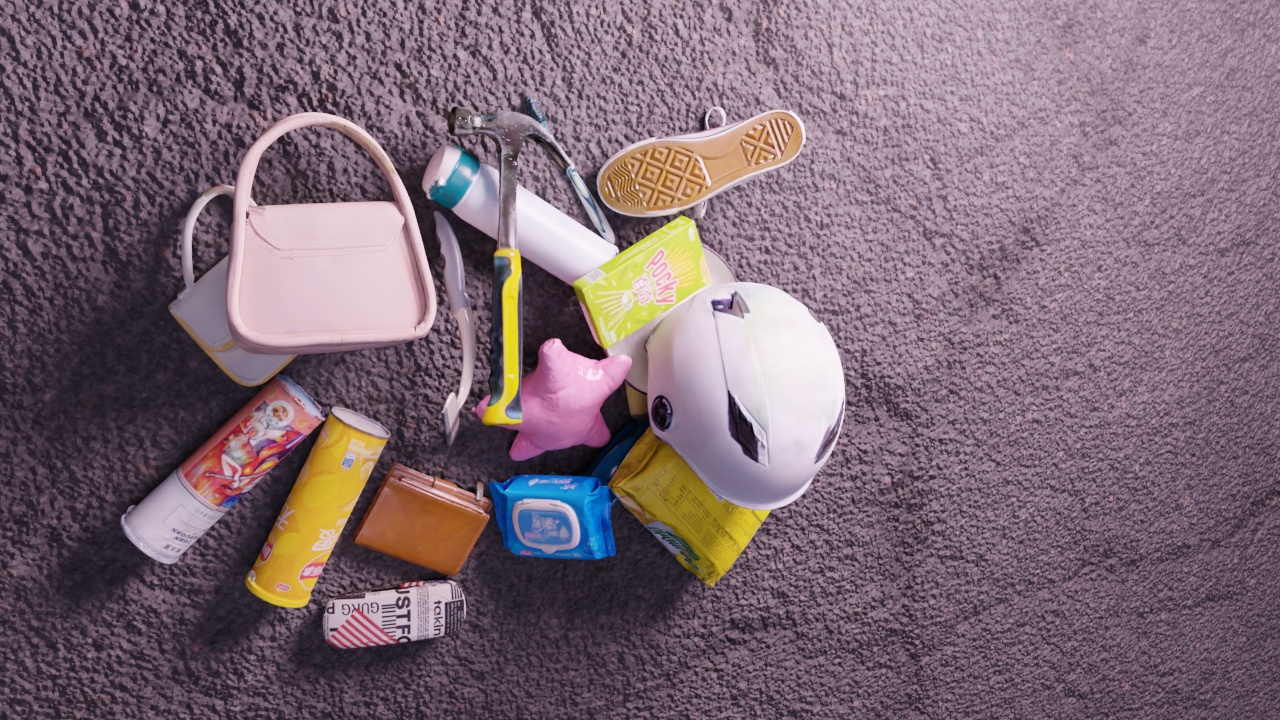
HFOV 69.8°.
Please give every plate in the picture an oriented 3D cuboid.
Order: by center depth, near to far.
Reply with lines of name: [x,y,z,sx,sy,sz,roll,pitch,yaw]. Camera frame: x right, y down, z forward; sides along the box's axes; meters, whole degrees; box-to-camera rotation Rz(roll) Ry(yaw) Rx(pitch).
plate: [0.034,-0.050,1.104,0.192,0.039,0.192,-5,102,-26]

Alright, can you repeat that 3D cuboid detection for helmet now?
helmet: [0.133,0.018,1.009,0.228,0.258,0.146,3,147,-24]

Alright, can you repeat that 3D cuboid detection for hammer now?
hammer: [-0.136,-0.094,0.954,0.126,0.032,0.323,-1,95,-25]

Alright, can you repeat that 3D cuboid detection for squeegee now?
squeegee: [-0.197,-0.044,0.980,0.039,0.247,0.246,-4,77,-11]

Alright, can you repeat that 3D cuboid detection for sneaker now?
sneaker: [0.070,-0.226,1.057,0.241,0.087,0.118,-17,98,7]

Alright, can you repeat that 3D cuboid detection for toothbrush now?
toothbrush: [-0.076,-0.212,1.039,0.016,0.018,0.192,-35,113,-10]

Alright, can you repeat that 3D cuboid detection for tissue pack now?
tissue pack: [-0.106,0.185,1.077,0.157,0.052,0.095,-1,108,22]

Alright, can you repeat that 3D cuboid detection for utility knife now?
utility knife: [-0.007,0.007,1.124,0.031,0.018,0.152,-13,110,-22]

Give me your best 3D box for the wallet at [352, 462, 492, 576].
wallet: [-0.248,0.183,1.066,0.130,0.035,0.119,27,95,-24]

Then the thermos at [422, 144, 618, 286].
thermos: [-0.132,-0.156,1.007,0.224,0.073,0.073,31,91,-25]

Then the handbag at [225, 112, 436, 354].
handbag: [-0.305,-0.125,0.890,0.193,0.093,0.234,-6,93,-24]

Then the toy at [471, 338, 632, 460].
toy: [-0.102,0.045,1.046,0.178,0.074,0.195,-5,137,-20]

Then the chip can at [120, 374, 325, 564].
chip can: [-0.432,0.111,0.959,0.214,0.071,0.071,-45,114,-6]

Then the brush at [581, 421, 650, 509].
brush: [-0.031,0.132,1.111,0.055,0.073,0.143,41,85,14]

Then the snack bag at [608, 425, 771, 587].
snack bag: [0.075,0.159,1.125,0.157,0.068,0.246,-51,130,-15]

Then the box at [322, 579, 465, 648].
box: [-0.285,0.297,1.068,0.164,0.064,0.074,-6,121,-20]

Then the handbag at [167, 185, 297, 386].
handbag: [-0.397,-0.083,0.931,0.163,0.063,0.179,-43,110,-8]

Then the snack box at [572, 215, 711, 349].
snack box: [0.005,-0.088,1.033,0.156,0.026,0.086,-33,128,-18]

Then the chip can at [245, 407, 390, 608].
chip can: [-0.351,0.160,1.002,0.072,0.072,0.213,27,92,-25]
